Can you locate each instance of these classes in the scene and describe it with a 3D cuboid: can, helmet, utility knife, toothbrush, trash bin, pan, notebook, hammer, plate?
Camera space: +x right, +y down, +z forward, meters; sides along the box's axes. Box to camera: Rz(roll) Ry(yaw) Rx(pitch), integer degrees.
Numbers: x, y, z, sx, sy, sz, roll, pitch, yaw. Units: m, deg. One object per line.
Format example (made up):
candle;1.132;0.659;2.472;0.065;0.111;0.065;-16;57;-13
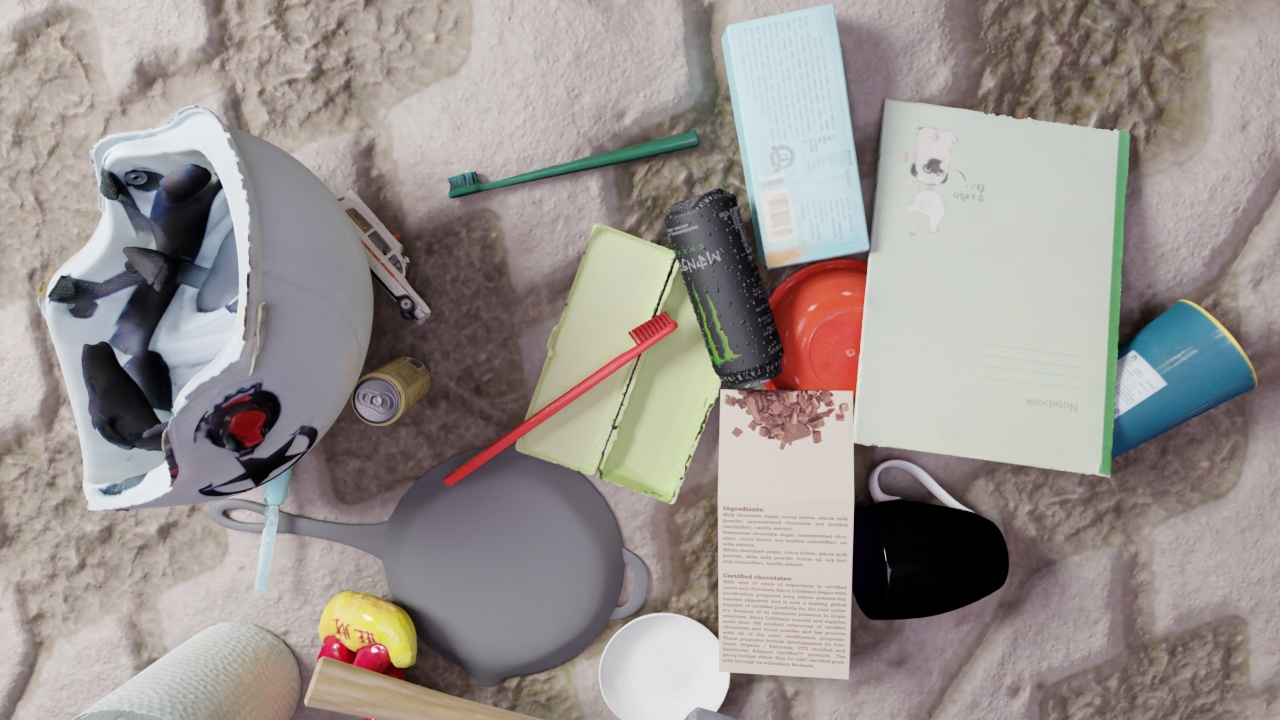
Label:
can;-0.183;0.022;0.678;0.038;0.079;0.038;0;99;1
helmet;-0.269;-0.029;0.613;0.265;0.163;0.236;-50;59;25
utility knife;-0.284;0.098;0.716;0.022;0.015;0.177;10;91;-2
toothbrush;-0.051;-0.147;0.678;0.190;0.016;0.017;-11;95;3
can;0.060;-0.051;0.649;0.054;0.054;0.138;-18;100;4
trash bin;-0.335;0.279;0.685;0.133;0.161;0.133;0;99;2
pan;-0.170;0.153;0.728;0.354;0.024;0.216;11;100;0
notebook;0.251;-0.054;0.651;0.182;0.010;0.252;8;82;0
hammer;-0.085;0.280;0.687;0.322;0.051;0.118;20;125;-13
plate;0.019;0.247;0.738;0.104;0.026;0.104;0;100;1
toothbrush;-0.064;0.028;0.683;0.212;0.012;0.018;-35;100;6

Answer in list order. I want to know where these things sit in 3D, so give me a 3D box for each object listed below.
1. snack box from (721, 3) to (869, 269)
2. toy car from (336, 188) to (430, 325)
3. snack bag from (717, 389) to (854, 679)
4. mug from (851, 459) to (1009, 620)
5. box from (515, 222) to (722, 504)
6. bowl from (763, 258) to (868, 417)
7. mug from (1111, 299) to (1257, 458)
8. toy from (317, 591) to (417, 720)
snack box;0.110;-0.155;0.653;0.075;0.053;0.175;-11;101;4
toy car;-0.193;-0.078;0.685;0.039;0.039;0.113;-44;97;-14
snack bag;0.107;0.123;0.682;0.094;0.069;0.206;0;101;9
mug;0.215;0.132;0.693;0.100;0.085;0.118;-2;70;-7
box;-0.004;0.004;0.697;0.137;0.024;0.187;18;100;-7
bowl;0.151;-0.009;0.680;0.130;0.045;0.130;0;100;1
mug;0.363;0.022;0.667;0.121;0.078;0.078;-35;97;11
toy;-0.211;0.246;0.722;0.106;0.067;0.137;-12;103;28
